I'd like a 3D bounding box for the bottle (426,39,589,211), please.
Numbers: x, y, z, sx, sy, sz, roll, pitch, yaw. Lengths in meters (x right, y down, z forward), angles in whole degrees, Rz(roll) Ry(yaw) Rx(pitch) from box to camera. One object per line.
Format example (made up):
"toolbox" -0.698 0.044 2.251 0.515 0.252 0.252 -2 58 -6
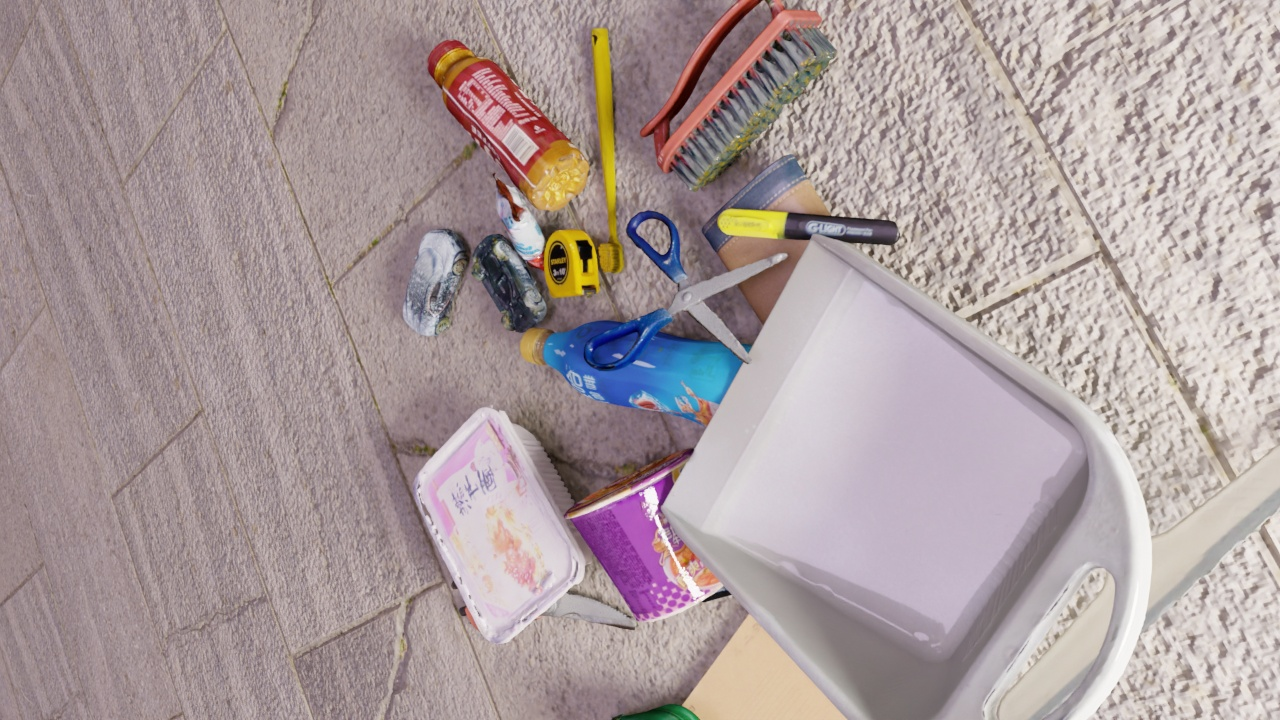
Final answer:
"bottle" -0.114 -0.199 0.757 0.175 0.057 0.058 49 122 21

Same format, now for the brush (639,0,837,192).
"brush" 0.059 -0.183 0.626 0.069 0.063 0.146 51 125 6

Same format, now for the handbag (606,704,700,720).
"handbag" 0.020 0.343 0.727 0.120 0.067 0.131 -22 93 55

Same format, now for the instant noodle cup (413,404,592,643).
"instant noodle cup" -0.112 0.140 0.798 0.138 0.060 0.173 -44 65 28

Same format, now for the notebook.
"notebook" 0.127 0.303 0.680 0.211 0.012 0.150 42 119 24

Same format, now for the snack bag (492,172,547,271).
"snack bag" -0.097 -0.109 0.746 0.026 0.105 0.045 -25 65 -3

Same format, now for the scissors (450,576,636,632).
"scissors" -0.091 0.232 0.832 0.210 0.015 0.177 40 117 26

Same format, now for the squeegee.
"squeegee" 0.217 0.052 0.555 0.246 0.039 0.247 45 110 24

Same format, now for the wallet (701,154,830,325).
"wallet" 0.101 -0.070 0.630 0.090 0.033 0.115 -40 74 37

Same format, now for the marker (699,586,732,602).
"marker" 0.086 0.162 0.687 0.124 0.015 0.018 -28 75 38

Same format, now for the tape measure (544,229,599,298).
"tape measure" -0.054 -0.078 0.746 0.060 0.028 0.057 1 97 57

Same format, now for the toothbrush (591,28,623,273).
"toothbrush" -0.029 -0.164 0.723 0.016 0.016 0.190 1 97 36

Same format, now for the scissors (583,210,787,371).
"scissors" 0.024 -0.047 0.646 0.176 0.012 0.162 -32 54 25

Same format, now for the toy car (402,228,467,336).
"toy car" -0.194 -0.073 0.855 0.049 0.031 0.106 34 115 28

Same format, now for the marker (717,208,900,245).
"marker" 0.106 -0.086 0.593 0.124 0.015 0.018 10 107 31

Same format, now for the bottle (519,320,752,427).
"bottle" -0.004 0.004 0.700 0.219 0.065 0.065 13 104 36

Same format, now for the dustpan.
"dustpan" 0.130 0.076 0.498 0.258 0.142 0.223 33 105 23

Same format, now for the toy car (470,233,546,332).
"toy car" -0.112 -0.066 0.791 0.043 0.034 0.090 -40 75 31

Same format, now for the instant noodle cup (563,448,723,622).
"instant noodle cup" 0.013 0.132 0.686 0.112 0.111 0.099 -30 88 36
